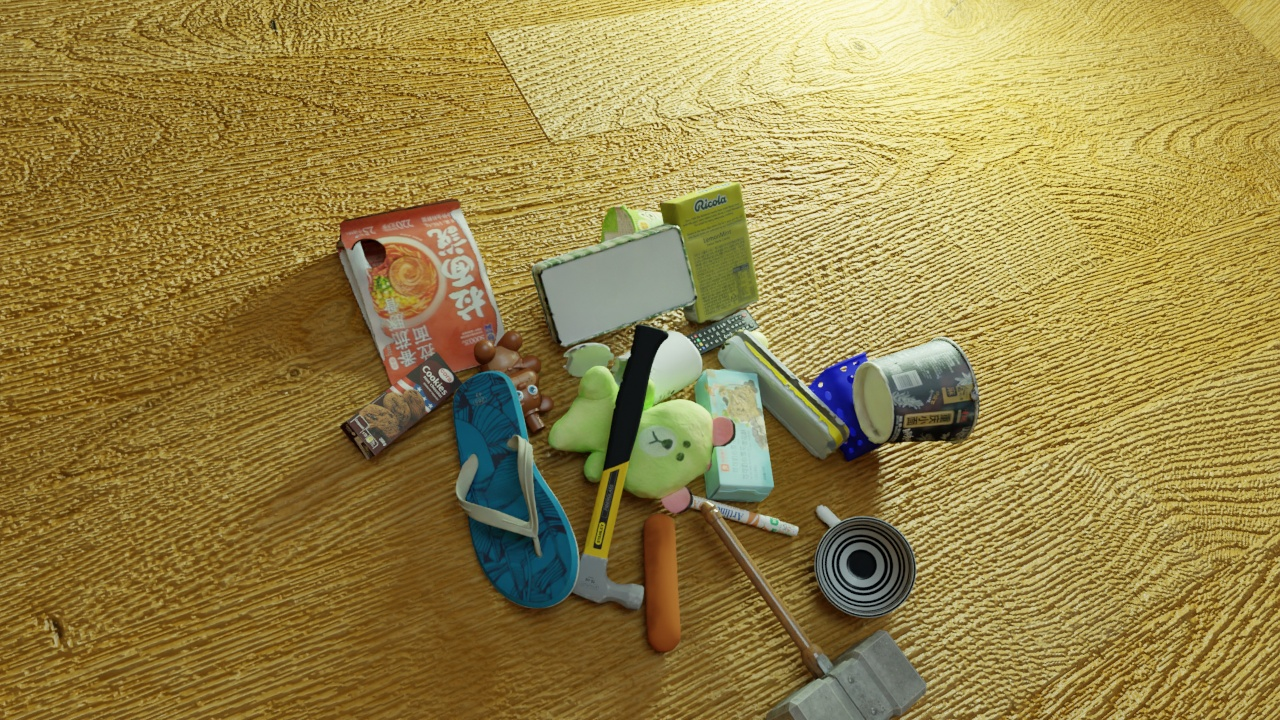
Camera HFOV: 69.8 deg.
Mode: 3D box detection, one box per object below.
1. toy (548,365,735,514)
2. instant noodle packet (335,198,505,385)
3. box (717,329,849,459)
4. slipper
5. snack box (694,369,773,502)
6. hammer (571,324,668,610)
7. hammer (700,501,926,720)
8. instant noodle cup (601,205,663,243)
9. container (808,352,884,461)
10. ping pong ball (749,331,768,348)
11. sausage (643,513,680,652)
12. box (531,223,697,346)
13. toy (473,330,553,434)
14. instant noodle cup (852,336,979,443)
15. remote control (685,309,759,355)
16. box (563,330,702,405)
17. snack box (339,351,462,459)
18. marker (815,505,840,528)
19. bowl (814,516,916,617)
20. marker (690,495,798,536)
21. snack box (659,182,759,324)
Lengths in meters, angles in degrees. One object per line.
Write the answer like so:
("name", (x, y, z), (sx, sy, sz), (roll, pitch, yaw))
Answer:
("toy", (-0.003, 0.095, 1.127), (0.197, 0.107, 0.150), (31, 81, -6))
("instant noodle packet", (-0.279, -0.082, 1.185), (0.164, 0.084, 0.220), (-16, 77, -27))
("box", (0.193, 0.045, 1.248), (0.210, 0.065, 0.037), (45, 56, 12))
("slipper", (-0.159, 0.141, 1.042), (0.118, 0.060, 0.294), (-26, 66, 12))
("snack box", (0.120, 0.097, 1.198), (0.075, 0.053, 0.174), (5, 57, -15))
("hammer", (-0.027, 0.116, 1.064), (0.127, 0.029, 0.323), (13, 84, 0))
("hammer", (0.166, 0.296, 1.069), (0.162, 0.083, 0.317), (-26, 70, -30))
("instant noodle cup", (0.013, -0.172, 1.311), (0.107, 0.099, 0.099), (-7, 61, -32))
("container", (0.295, 0.065, 1.257), (0.084, 0.085, 0.113), (-21, 69, -28))
("ping pong ball", (0.160, -0.021, 1.292), (0.040, 0.040, 0.040), (9, 57, -13))
("sausage", (0.024, 0.256, 1.071), (0.039, 0.044, 0.164), (-6, 58, 7))
("box", (-0.033, -0.101, 1.219), (0.205, 0.051, 0.118), (-20, 108, -12))
("toy", (-0.156, 0.030, 1.142), (0.094, 0.065, 0.127), (-25, 75, -26))
("instant noodle cup", (0.340, 0.045, 1.160), (0.112, 0.137, 0.137), (-7, 61, -13))
("remote control", (0.106, -0.034, 1.292), (0.146, 0.015, 0.033), (-25, 71, -26))
("box", (-0.010, 0.007, 1.197), (0.155, 0.085, 0.126), (-31, 73, -34))
("snack box", (-0.283, 0.053, 1.093), (0.140, 0.032, 0.051), (-43, 100, -34))
("marker", (0.277, 0.236, 1.182), (0.017, 0.020, 0.133), (-40, 77, -24))
("bowl", (0.275, 0.254, 1.135), (0.120, 0.066, 0.120), (-2, 80, 10))
("marker", (0.130, 0.197, 1.160), (0.145, 0.017, 0.017), (17, 55, -7))
("snack box", (0.100, -0.151, 1.298), (0.121, 0.045, 0.181), (-23, 110, -29))
